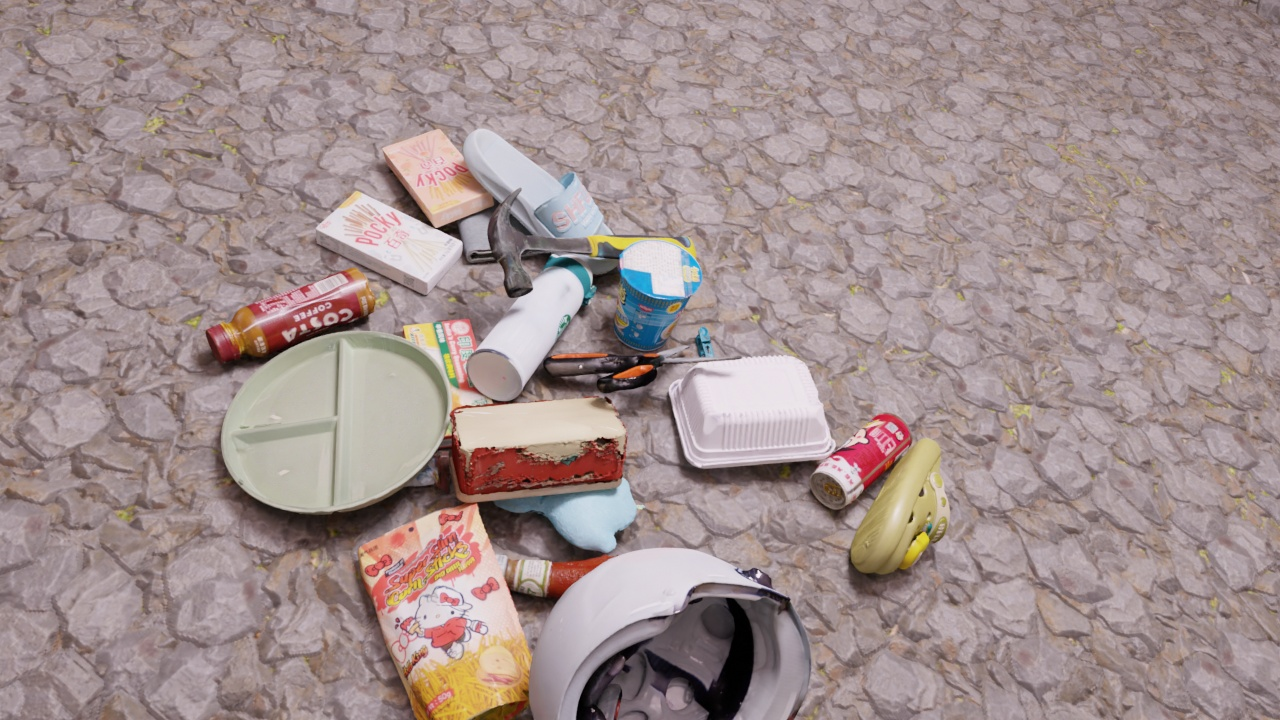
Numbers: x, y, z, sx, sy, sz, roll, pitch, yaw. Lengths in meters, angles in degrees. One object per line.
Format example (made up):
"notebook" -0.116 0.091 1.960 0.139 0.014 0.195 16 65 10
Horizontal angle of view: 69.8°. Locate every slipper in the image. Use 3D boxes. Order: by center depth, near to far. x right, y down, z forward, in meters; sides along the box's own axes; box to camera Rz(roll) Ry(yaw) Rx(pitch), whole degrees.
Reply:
"slipper" 0.298 0.163 0.996 0.081 0.092 0.190 33 48 9
"slipper" -0.114 -0.209 1.157 0.245 0.074 0.103 41 34 -10

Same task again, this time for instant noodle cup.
"instant noodle cup" 0.127 0.048 1.039 0.173 0.060 0.137 -2 43 -10
"instant noodle cup" 0.012 -0.072 1.094 0.099 0.110 0.099 8 50 -9

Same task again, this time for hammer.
"hammer" -0.049 -0.140 1.107 0.322 0.032 0.126 -6 73 -46

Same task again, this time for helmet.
"helmet" 0.012 0.256 0.778 0.258 0.229 0.146 14 12 -42

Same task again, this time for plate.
"plate" -0.305 0.061 0.934 0.230 0.028 0.229 0 50 0

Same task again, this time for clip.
"clip" 0.079 -0.014 1.125 0.014 0.046 0.056 1 52 -15

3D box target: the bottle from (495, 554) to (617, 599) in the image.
"bottle" -0.043 0.217 0.884 0.206 0.060 0.059 7 50 -2

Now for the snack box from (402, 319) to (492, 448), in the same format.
"snack box" -0.211 0.024 1.014 0.077 0.027 0.155 -8 55 -22

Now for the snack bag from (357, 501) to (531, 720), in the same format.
"snack bag" -0.173 0.233 0.828 0.128 0.073 0.207 -27 60 -6

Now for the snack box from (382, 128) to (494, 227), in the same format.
"snack box" -0.262 -0.237 1.182 0.084 0.026 0.157 -26 54 -21

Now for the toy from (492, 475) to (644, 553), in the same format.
"toy" -0.075 0.136 0.945 0.156 0.050 0.161 -3 41 -11

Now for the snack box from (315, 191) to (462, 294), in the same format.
"snack box" -0.307 -0.145 1.125 0.157 0.027 0.084 26 50 6

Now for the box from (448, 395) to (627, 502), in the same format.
"box" -0.101 0.080 0.909 0.168 0.078 0.091 -4 30 -17

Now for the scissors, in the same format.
"scissors" -0.006 0.006 1.024 0.221 0.022 0.229 1 11 25

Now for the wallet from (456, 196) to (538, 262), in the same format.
"wallet" -0.184 -0.186 1.182 0.106 0.037 0.129 -9 53 -18

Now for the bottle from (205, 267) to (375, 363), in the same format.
"bottle" -0.382 -0.048 1.007 0.174 0.058 0.057 -27 63 -30

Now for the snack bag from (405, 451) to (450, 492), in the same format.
"snack bag" -0.246 0.113 0.934 0.104 0.026 0.048 2 56 -13

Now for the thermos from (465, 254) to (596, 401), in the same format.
"thermos" -0.117 -0.045 1.054 0.073 0.073 0.223 24 41 5

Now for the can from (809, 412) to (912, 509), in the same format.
"can" 0.251 0.113 1.044 0.132 0.053 0.053 -33 66 -33
